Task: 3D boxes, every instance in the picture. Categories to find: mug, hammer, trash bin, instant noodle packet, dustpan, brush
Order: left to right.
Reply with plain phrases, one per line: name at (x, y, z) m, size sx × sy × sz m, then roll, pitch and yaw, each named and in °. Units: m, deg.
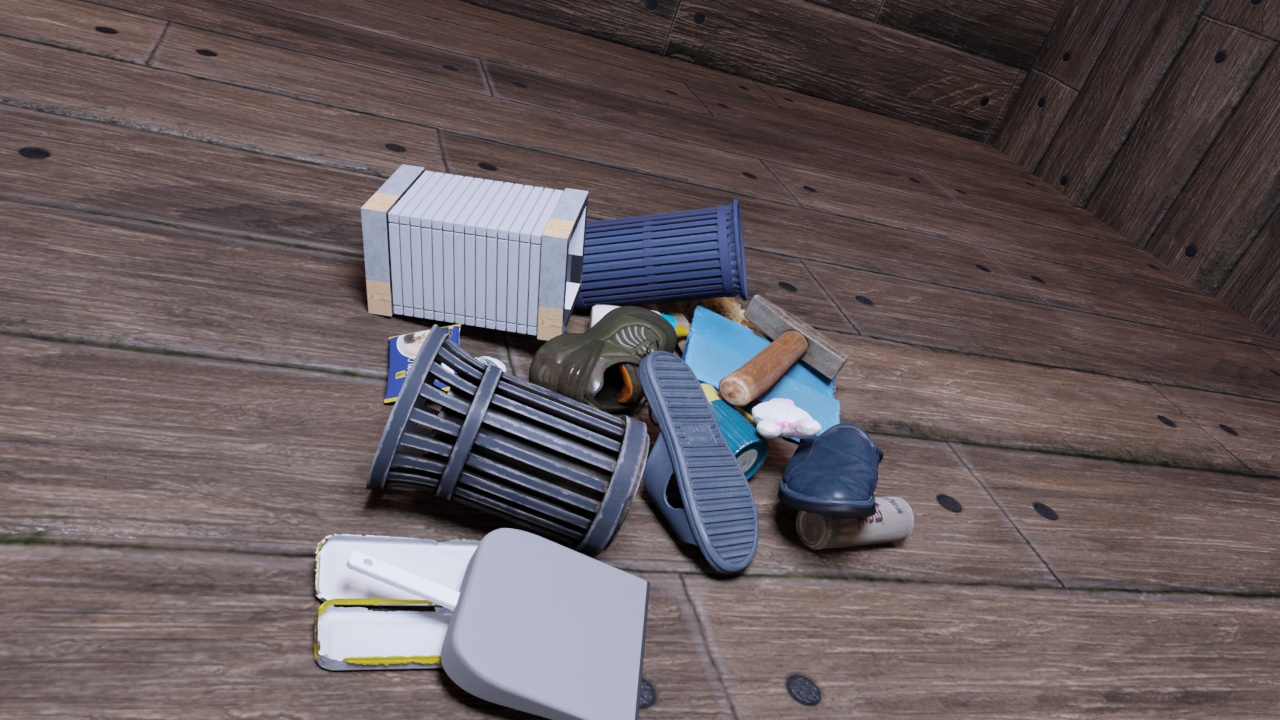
instant noodle packet at (-0.249, 0.001, 1.058) m, size 0.087 × 0.026 × 0.134 m, roll -11°, pitch 35°, yaw -5°
trash bin at (-0.204, -0.138, 1.161) m, size 0.247 × 0.143 × 0.142 m, roll 9°, pitch 34°, yaw 3°
dustpan at (-0.118, 0.206, 0.765) m, size 0.257 × 0.033 × 0.162 m, roll 26°, pitch 32°, yaw -12°
trash bin at (-0.120, 0.085, 0.878) m, size 0.227 × 0.165 × 0.164 m, roll 22°, pitch 29°, yaw -8°
trash bin at (0.019, -0.142, 1.292) m, size 0.250 × 0.139 × 0.139 m, roll -5°, pitch 28°, yaw 10°
hammer at (0.055, -0.052, 1.324) m, size 0.119 × 0.031 × 0.331 m, roll -27°, pitch 51°, yaw -2°
brush at (0.097, -0.084, 1.406) m, size 0.083 × 0.057 × 0.271 m, roll 0°, pitch 35°, yaw -35°
mug at (0.100, 0.087, 1.092) m, size 0.113 × 0.083 × 0.107 m, roll -10°, pitch 41°, yaw -41°
hammer at (0.166, -0.003, 1.189) m, size 0.158 × 0.037 × 0.300 m, roll 36°, pitch 27°, yaw 12°

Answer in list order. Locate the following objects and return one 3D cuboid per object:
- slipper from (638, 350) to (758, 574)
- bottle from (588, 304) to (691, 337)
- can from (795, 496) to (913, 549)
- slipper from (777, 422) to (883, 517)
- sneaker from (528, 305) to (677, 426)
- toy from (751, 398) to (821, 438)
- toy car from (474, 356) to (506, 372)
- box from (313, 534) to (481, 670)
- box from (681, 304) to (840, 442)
slipper at (0.048, 0.116, 1.005) m, size 0.101 × 0.083 × 0.263 m, roll 5°, pitch 54°, yaw -40°
bottle at (0.002, -0.046, 1.272) m, size 0.146 × 0.051 × 0.051 m, roll 6°, pitch 31°, yaw -8°
can at (0.245, 0.185, 1.049) m, size 0.135 × 0.054 × 0.054 m, roll 2°, pitch 34°, yaw -29°
slipper at (0.225, 0.112, 1.060) m, size 0.109 × 0.083 × 0.265 m, roll 7°, pitch 10°, yaw 17°
sneaker at (-0.007, 0.007, 1.133) m, size 0.143 × 0.101 × 0.237 m, roll 30°, pitch 34°, yaw 32°
toy at (0.169, 0.070, 1.081) m, size 0.076 × 0.037 × 0.125 m, roll 6°, pitch 11°, yaw 0°
toy car at (-0.195, 0.014, 1.088) m, size 0.039 × 0.027 × 0.089 m, roll 34°, pitch 32°, yaw 26°
box at (-0.168, 0.204, 0.782) m, size 0.209 × 0.034 × 0.129 m, roll 6°, pitch 40°, yaw -22°
box at (0.166, 0.017, 1.247) m, size 0.231 × 0.034 × 0.174 m, roll 24°, pitch 39°, yaw -8°
